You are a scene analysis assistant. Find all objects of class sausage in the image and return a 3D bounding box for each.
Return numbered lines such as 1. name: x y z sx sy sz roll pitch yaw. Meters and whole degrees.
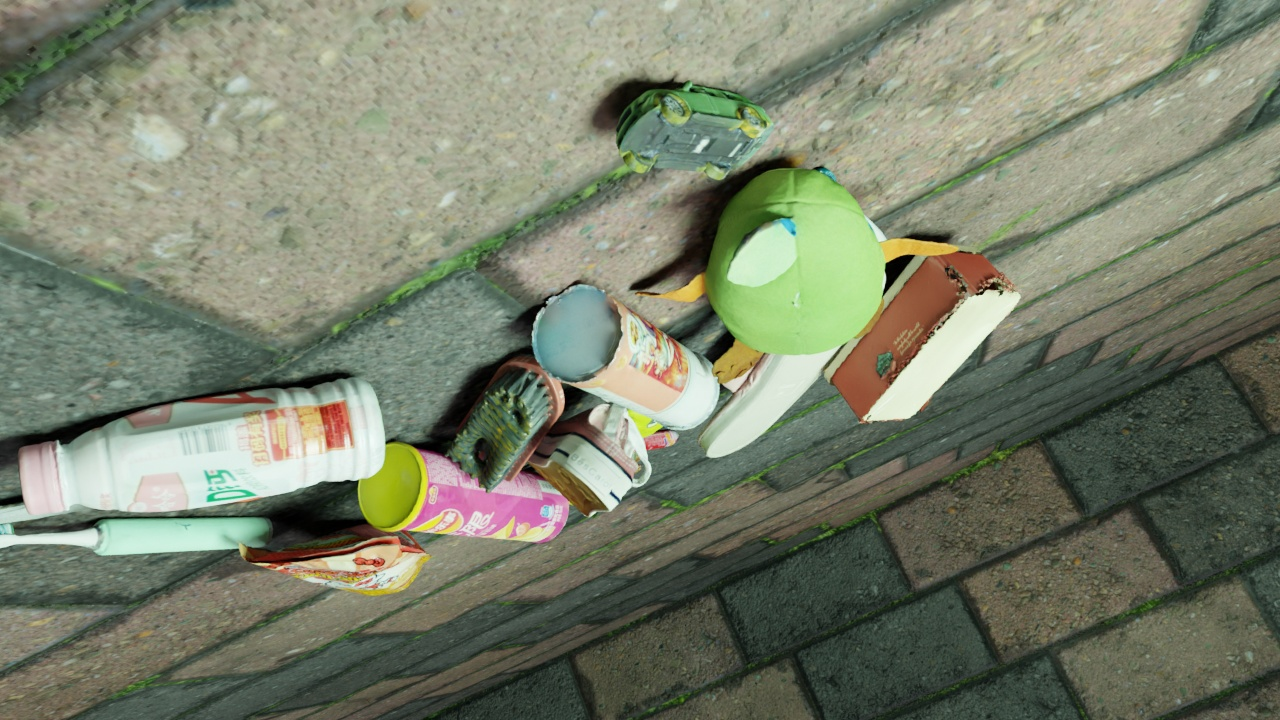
1. sausage: -0.009 0.089 0.985 0.155 0.020 0.020 -1 150 -47

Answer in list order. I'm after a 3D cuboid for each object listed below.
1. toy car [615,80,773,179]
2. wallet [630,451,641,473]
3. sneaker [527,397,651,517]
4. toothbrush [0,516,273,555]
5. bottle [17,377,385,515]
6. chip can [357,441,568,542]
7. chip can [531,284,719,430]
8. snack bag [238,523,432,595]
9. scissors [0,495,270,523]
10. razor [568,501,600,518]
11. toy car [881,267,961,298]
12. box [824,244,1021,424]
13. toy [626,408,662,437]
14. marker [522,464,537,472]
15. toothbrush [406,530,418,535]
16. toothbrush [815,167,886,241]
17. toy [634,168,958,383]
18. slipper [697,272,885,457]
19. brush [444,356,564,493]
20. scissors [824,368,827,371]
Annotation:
1. toy car: 0.027 -0.121 0.477 0.091 0.036 0.043 -8 156 -40
2. wallet: -0.066 0.131 1.008 0.130 0.035 0.119 -3 152 -47
3. sneaker: -0.042 0.074 0.782 0.087 0.118 0.241 -48 -174 -15
4. toothbrush: -0.372 0.130 0.682 0.026 0.027 0.224 -36 157 19
5. bottle: -0.262 0.056 0.563 0.196 0.068 0.068 -9 155 -28
6. chip can: -0.149 0.123 0.817 0.071 0.071 0.210 -31 154 19
7. chip can: -0.004 0.004 0.707 0.071 0.071 0.214 -29 159 14
8. snack bag: -0.253 0.172 0.810 0.128 0.073 0.208 0 167 -1
9. scissors: -0.351 0.100 0.636 0.234 0.021 0.137 -16 159 -20
10. razor: -0.113 0.172 1.069 0.132 0.043 0.028 -7 138 -26
11. toy car: 0.254 -0.047 0.912 0.070 0.042 0.159 -8 157 -36
12. box: 0.254 -0.015 0.817 0.091 0.079 0.169 -2 137 -37
13. toy: -0.020 0.063 0.895 0.100 0.031 0.097 -9 155 -23
14. marker: -0.162 0.141 0.953 0.131 0.022 0.018 -25 149 9
15. toothbrush: -0.181 0.135 0.921 0.181 0.015 0.018 -35 151 26
16. toothbrush: 0.163 -0.106 0.690 0.016 0.018 0.191 -31 158 20
17. toy: 0.110 -0.057 0.655 0.227 0.090 0.247 -12 157 6
18. slipper: 0.127 -0.005 0.848 0.114 0.054 0.275 -13 148 -37
19. brush: -0.099 0.041 0.723 0.069 0.063 0.146 -47 178 -42
20. scissors: 0.200 -0.001 0.954 0.125 0.017 0.133 -4 171 15
